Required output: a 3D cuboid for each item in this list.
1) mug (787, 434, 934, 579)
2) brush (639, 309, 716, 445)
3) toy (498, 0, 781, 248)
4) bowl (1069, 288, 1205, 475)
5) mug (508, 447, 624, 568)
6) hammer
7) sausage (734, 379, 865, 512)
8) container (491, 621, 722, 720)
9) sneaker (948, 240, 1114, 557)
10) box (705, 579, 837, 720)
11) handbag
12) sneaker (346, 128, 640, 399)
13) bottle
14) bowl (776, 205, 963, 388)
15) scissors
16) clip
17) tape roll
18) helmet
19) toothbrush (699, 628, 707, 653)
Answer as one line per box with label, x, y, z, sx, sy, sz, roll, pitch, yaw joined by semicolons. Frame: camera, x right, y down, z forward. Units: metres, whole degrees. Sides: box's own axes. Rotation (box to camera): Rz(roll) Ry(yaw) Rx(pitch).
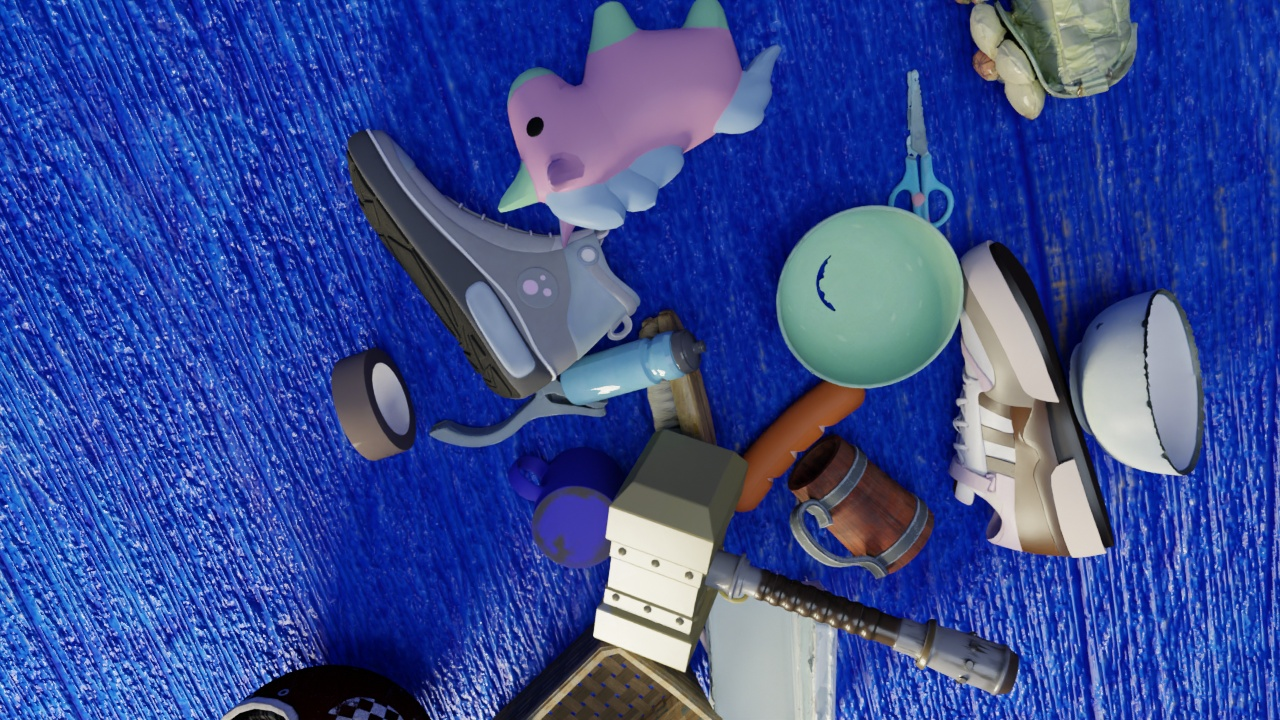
mug;0.188;0.139;0.815;0.111;0.117;0.082;42;140;-8
brush;0.037;0.051;0.813;0.043;0.059;0.195;-11;103;15
toy;0.002;-0.181;0.693;0.222;0.120;0.171;-4;75;-1
bowl;0.411;0.021;0.768;0.073;0.153;0.153;-10;113;44
mug;-0.068;0.123;0.825;0.111;0.083;0.079;30;106;-9
hammer;0.136;0.195;0.745;0.325;0.100;0.191;17;126;14
sausage;0.134;0.073;0.829;0.044;0.039;0.164;41;104;-8
container;-0.055;0.376;0.853;0.157;0.186;0.250;41;104;-12
sneaker;0.308;0.042;0.796;0.117;0.111;0.294;-17;108;27
box;0.134;0.317;0.855;0.130;0.105;0.211;-7;98;-7
handbag;0.297;-0.277;0.685;0.117;0.113;0.186;-9;105;18
sneaker;-0.118;-0.105;0.759;0.160;0.093;0.256;-33;87;-19
bottle;-0.005;0.004;0.764;0.130;0.040;0.040;-16;108;27
bowl;0.183;-0.059;0.766;0.151;0.077;0.151;0;108;0
scissors;0.231;-0.171;0.763;0.055;0.015;0.136;-8;111;5
clip;-0.133;0.035;0.829;0.169;0.031;0.165;42;106;-10
tape roll;-0.229;0.038;0.794;0.030;0.093;0.094;-18;107;6
helmet;-0.302;0.412;0.834;0.234;0.253;0.234;21;122;-8
toothbrush;0.038;0.213;0.889;0.018;0.015;0.181;-23;106;2
